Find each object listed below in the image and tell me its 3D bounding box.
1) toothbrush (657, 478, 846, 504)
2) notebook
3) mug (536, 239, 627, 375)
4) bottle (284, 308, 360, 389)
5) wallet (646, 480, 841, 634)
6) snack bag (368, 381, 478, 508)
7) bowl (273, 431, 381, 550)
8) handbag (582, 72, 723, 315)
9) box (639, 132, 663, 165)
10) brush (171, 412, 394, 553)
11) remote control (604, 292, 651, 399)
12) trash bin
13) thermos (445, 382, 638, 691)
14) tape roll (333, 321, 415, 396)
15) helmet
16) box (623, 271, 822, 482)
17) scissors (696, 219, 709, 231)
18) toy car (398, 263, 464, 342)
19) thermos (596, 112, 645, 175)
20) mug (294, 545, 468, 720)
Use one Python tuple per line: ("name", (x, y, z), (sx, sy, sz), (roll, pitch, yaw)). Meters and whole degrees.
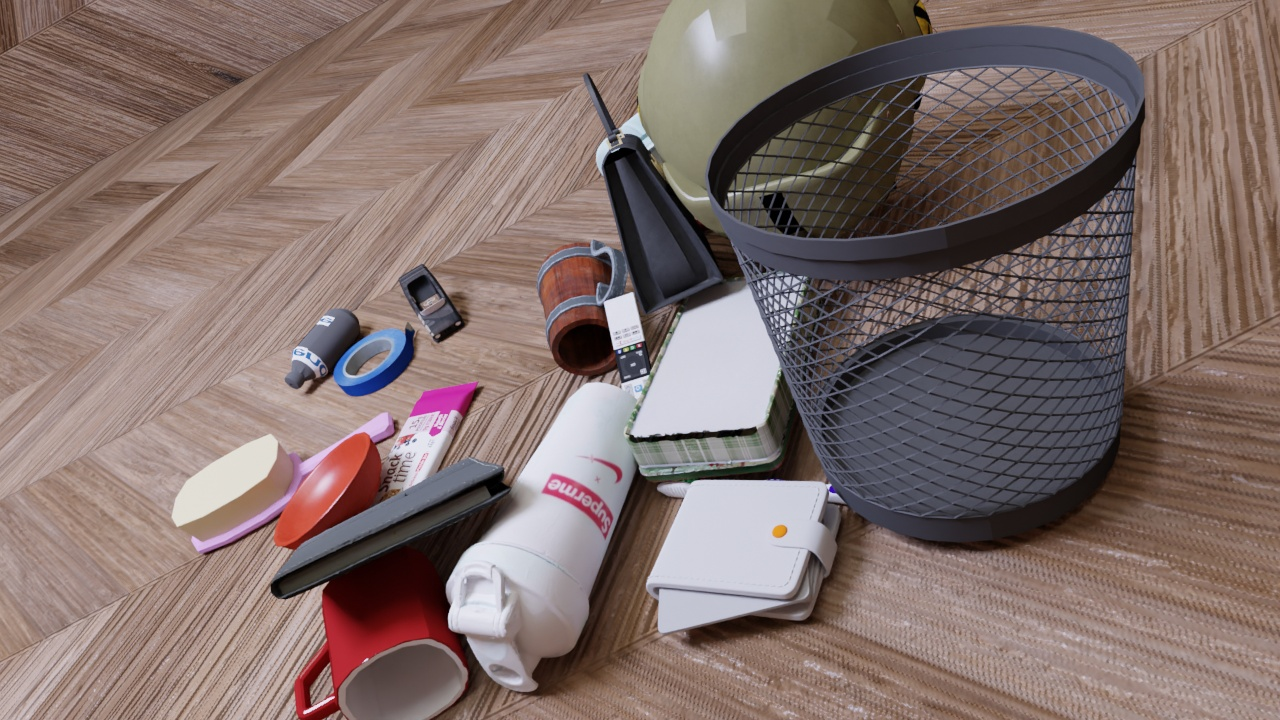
("toothbrush", (0.093, 0.090, 0.639), (0.187, 0.015, 0.016), (-2, 42, 32))
("notebook", (-0.181, 0.117, 0.683), (0.169, 0.029, 0.209), (-25, 5, -16))
("mug", (-0.046, -0.060, 0.844), (0.118, 0.081, 0.111), (-59, 26, 33))
("bottle", (-0.369, -0.013, 1.061), (0.047, 0.047, 0.112), (0, 46, 35))
("wallet", (0.063, 0.131, 0.592), (0.119, 0.037, 0.115), (-4, 43, 36))
("snack bag", (-0.212, 0.093, 0.847), (0.070, 0.016, 0.196), (-11, 40, 27))
("bowl", (-0.271, 0.122, 0.818), (0.122, 0.035, 0.121), (-35, 27, 21))
("handbag", (-0.006, -0.162, 0.816), (0.072, 0.196, 0.175), (-24, 16, 7))
("box", (0.059, -0.257, 1.034), (0.198, 0.083, 0.067), (-42, 20, -16))
("brush", (-0.352, 0.106, 0.907), (0.229, 0.043, 0.089), (-29, 35, 1))
("remote control", (-0.005, 0.004, 0.763), (0.028, 0.011, 0.124), (-18, 72, 15))
("trash bin", (0.175, -0.039, 0.542), (0.218, 0.227, 0.217), (-16, 36, 11))
("thermos", (-0.062, 0.112, 0.654), (0.099, 0.099, 0.219), (-7, 38, 29))
("tape roll", (-0.296, 0.001, 1.016), (0.093, 0.016, 0.091), (-21, 36, 12))
("helmet", (0.116, -0.205, 0.755), (0.251, 0.256, 0.232), (-11, 36, 24))
("box", (0.071, 0.006, 0.715), (0.118, 0.050, 0.204), (-7, 37, 25))
("scissors", (0.116, -0.172, 0.942), (0.198, 0.015, 0.179), (-27, 36, 2))
("toy car", (-0.234, -0.067, 1.016), (0.040, 0.037, 0.092), (-33, 68, -7))
("thermos", (0.036, -0.284, 1.092), (0.206, 0.065, 0.078), (-43, 15, -17))
("mug", (-0.187, 0.201, 0.640), (0.116, 0.080, 0.096), (-28, 35, -8))
